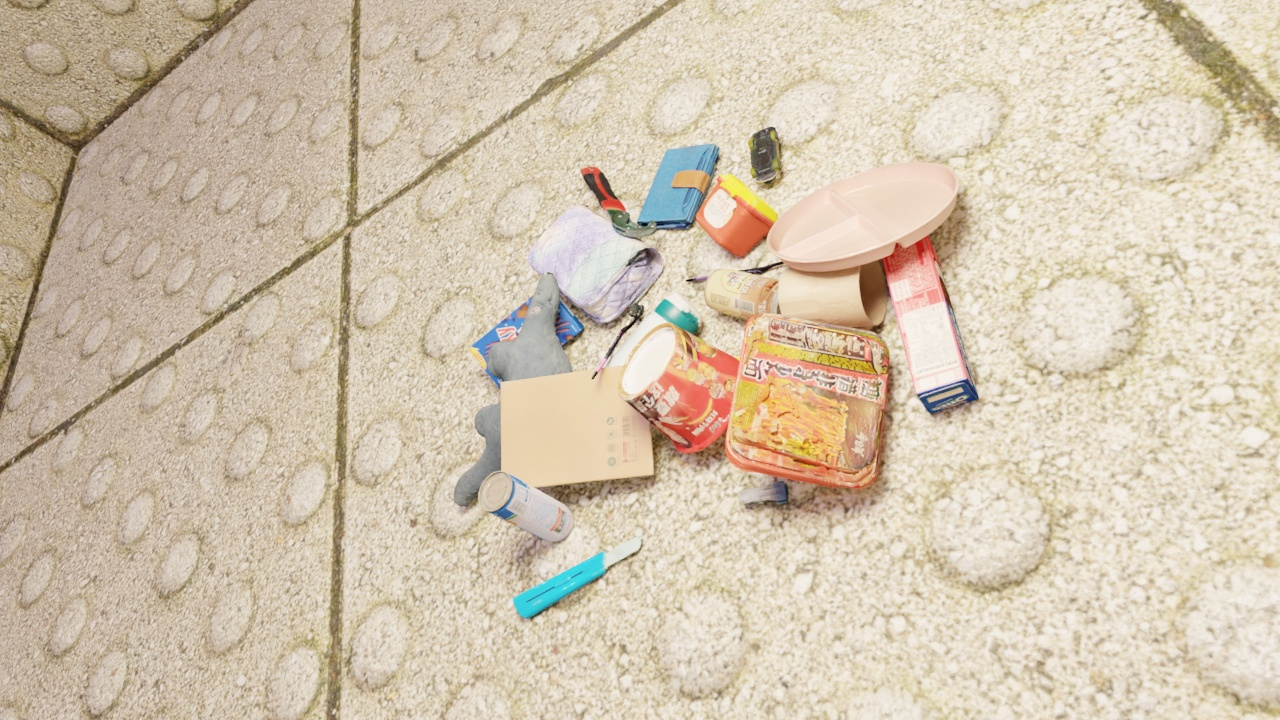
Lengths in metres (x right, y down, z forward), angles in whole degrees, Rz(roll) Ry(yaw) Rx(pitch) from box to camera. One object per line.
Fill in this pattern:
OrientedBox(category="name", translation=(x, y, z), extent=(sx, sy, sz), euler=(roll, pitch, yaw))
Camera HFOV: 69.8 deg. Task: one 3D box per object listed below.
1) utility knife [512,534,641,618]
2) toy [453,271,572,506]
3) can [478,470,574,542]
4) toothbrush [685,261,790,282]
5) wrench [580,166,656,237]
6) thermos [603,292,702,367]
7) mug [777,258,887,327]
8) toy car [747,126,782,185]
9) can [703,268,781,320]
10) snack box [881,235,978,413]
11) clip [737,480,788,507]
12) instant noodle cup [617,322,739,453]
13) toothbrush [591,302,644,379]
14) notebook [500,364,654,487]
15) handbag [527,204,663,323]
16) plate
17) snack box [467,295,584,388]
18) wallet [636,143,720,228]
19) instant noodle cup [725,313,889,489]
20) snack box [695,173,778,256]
OrientedBox(category="utility knife", translation=(-0.078, 0.269, 1.148), extent=(0.199, 0.018, 0.034), euler=(-32, 49, 16))
OrientedBox(category="toy", translation=(-0.161, 0.050, 1.279), extent=(0.138, 0.091, 0.356), euler=(18, 89, 36))
OrientedBox(category="can", translation=(-0.142, 0.188, 1.163), extent=(0.053, 0.134, 0.053), euler=(-18, 54, 27))
OrientedBox(category="toothbrush", translation=(0.140, -0.116, 1.217), extent=(0.189, 0.014, 0.016), euler=(-6, 73, 35))
OrientedBox(category="wrench", translation=(-0.044, -0.244, 1.391), extent=(0.056, 0.016, 0.273), euler=(-13, 35, -15))
OrientedBox(category="thermos", translation=(-0.007, 0.007, 1.218), extent=(0.224, 0.073, 0.073), euler=(-49, 46, 2))
OrientedBox(category="mug", translation=(0.234, -0.091, 1.094), extent=(0.104, 0.084, 0.124), euler=(-5, 37, 36))
OrientedBox(category="toy car", translation=(0.176, -0.281, 1.273), extent=(0.042, 0.035, 0.090), euler=(-18, 55, 30))
OrientedBox(category="can", translation=(0.141, -0.080, 1.162), extent=(0.116, 0.058, 0.058), euler=(19, 77, 43))
OrientedBox(category="snack box", translation=(0.315, -0.045, 1.012), extent=(0.058, 0.057, 0.207), euler=(-20, 54, 24))
OrientedBox(category="clip", translation=(0.141, 0.154, 1.051), extent=(0.057, 0.031, 0.025), euler=(-14, 58, 25))
OrientedBox(category="instant noodle cup", translation=(0.045, 0.029, 1.105), extent=(0.138, 0.108, 0.137), euler=(-43, 26, 28))
OrientedBox(category="toothbrush", translation=(-0.032, -0.029, 1.229), extent=(0.188, 0.018, 0.014), euler=(-58, -7, -51))
OrientedBox(category="notebook", translation=(-0.085, 0.085, 1.181), extent=(0.208, 0.008, 0.147), euler=(-9, 72, 17))
OrientedBox(category="handbag", translation=(-0.069, -0.144, 1.349), extent=(0.134, 0.075, 0.194), euler=(-48, 47, -3))
OrientedBox(category="plate", translation=(0.262, -0.169, 1.085), extent=(0.230, 0.028, 0.229), euler=(-22, 26, 11))
OrientedBox(category="snack box", translation=(-0.170, -0.032, 1.354), extent=(0.157, 0.084, 0.026), euler=(-38, 5, 13))
OrientedBox(category="wallet", translation=(0.056, -0.255, 1.348), extent=(0.106, 0.040, 0.133), euler=(6, 69, 44))
OrientedBox(category="instant noodle cup", translation=(0.182, 0.051, 1.009), extent=(0.164, 0.079, 0.188), euler=(12, 66, 4))
OrientedBox(category="snack box", translation=(0.126, -0.193, 1.230), extent=(0.080, 0.082, 0.091), euler=(-50, 45, 15))
